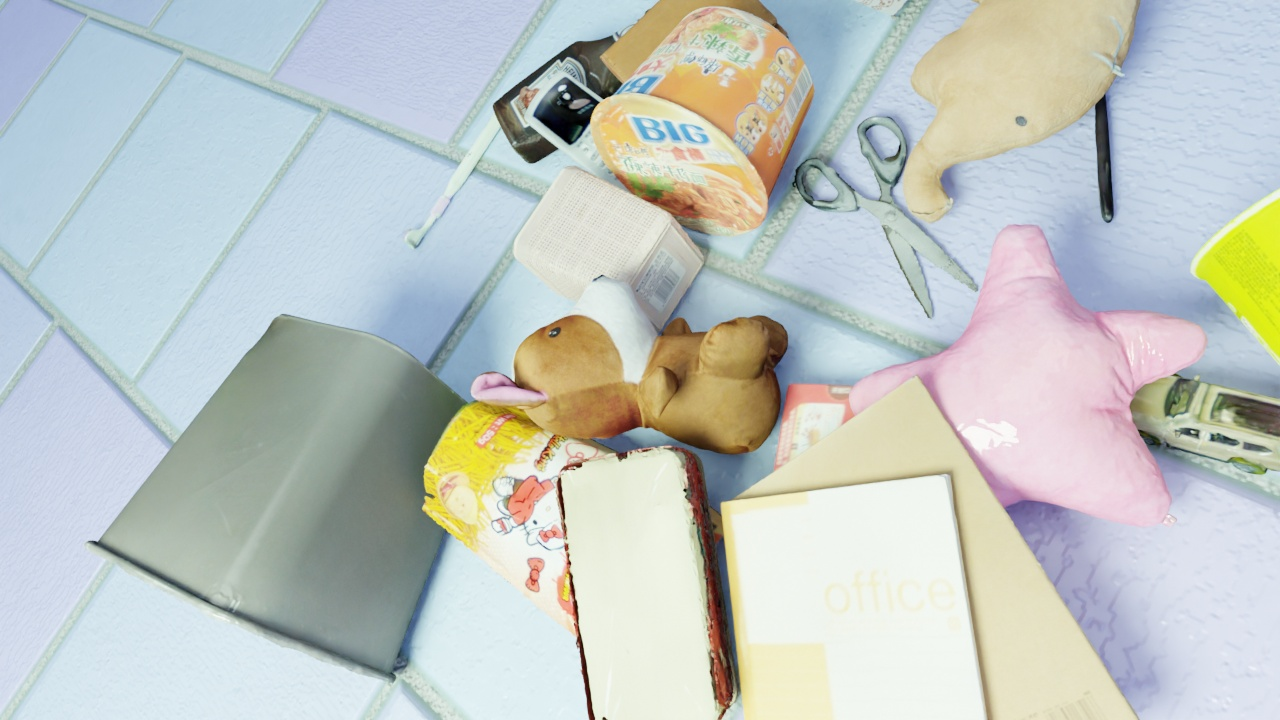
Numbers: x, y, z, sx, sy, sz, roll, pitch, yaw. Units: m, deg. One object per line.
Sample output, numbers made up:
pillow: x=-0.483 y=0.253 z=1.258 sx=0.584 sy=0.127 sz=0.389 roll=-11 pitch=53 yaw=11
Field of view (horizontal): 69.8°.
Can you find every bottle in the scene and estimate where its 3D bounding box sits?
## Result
bottle: x=-0.044 y=-0.265 z=0.853 sx=0.195 sy=0.044 sz=0.079 roll=-33 pitch=62 yaw=11

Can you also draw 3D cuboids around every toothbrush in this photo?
toothbrush: x=0.307 y=-0.170 z=0.619 sx=0.018 sy=0.015 sz=0.180 roll=-9 pitch=61 yaw=33
toothbrush: x=-0.177 y=-0.192 z=0.910 sx=0.020 sy=0.029 sz=0.189 roll=34 pitch=83 yaw=-5

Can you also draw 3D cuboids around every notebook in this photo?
notebook: x=0.118 y=0.175 z=0.514 sx=0.146 sy=0.010 sz=0.206 roll=-13 pitch=76 yaw=35
notebook: x=0.149 y=0.136 z=0.510 sx=0.150 sy=0.012 sz=0.211 roll=-40 pitch=63 yaw=27

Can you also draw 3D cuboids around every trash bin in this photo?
trash bin: x=-0.250 y=0.101 z=0.711 sx=0.199 sy=0.198 sz=0.219 roll=11 pitch=65 yaw=32

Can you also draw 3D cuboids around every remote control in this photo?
remote control: x=-0.036 y=-0.194 z=0.801 sx=0.150 sy=0.021 sz=0.058 roll=41 pitch=93 yaw=20

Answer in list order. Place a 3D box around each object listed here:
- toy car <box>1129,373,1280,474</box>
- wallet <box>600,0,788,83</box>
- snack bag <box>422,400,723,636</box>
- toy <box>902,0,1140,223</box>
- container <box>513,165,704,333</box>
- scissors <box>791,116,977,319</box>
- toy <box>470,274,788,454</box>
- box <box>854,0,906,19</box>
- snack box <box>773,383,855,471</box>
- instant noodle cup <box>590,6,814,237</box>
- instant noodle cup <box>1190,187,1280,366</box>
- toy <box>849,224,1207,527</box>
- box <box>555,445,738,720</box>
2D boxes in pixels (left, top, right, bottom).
toy car: x=0.313 y=0.030 z=0.504 sx=0.090 sy=0.035 sz=0.042 roll=17 pitch=74 yaw=38
wallet: x=0.046 y=-0.271 z=0.794 sx=0.132 sy=0.031 sz=0.108 roll=-43 pitch=77 yaw=7
snack bag: x=-0.054 y=0.113 z=0.651 sx=0.208 sy=0.073 sz=0.128 roll=31 pitch=83 yaw=22
toy: x=0.251 y=-0.199 z=0.617 sx=0.143 sy=0.082 sz=0.226 roll=17 pitch=78 yaw=54
container: x=-0.021 y=-0.084 z=0.723 sx=0.111 sy=0.090 sz=0.090 roll=29 pitch=83 yaw=34
scissors: x=0.180 y=-0.110 z=0.664 sx=0.163 sy=0.014 sz=0.165 roll=14 pitch=75 yaw=34
toy: x=-0.004 y=0.004 z=0.631 sx=0.200 sy=0.140 sz=0.130 roll=-5 pitch=90 yaw=17
box: x=0.244 y=-0.378 z=0.723 sx=0.158 sy=0.205 sz=0.180 roll=126 pitch=145 yaw=-55
snack box: x=0.122 y=0.090 z=0.590 sx=0.075 sy=0.025 sz=0.152 roll=0 pitch=67 yaw=31
instant noodle cup: x=0.054 y=-0.184 z=0.699 sx=0.151 sy=0.151 sz=0.111 roll=19 pitch=69 yaw=36
instant noodle cup: x=0.367 y=-0.025 z=0.461 sx=0.112 sy=0.111 sz=0.123 roll=-27 pitch=64 yaw=16
toy: x=0.218 y=0.036 z=0.523 sx=0.195 sy=0.074 sz=0.178 roll=-51 pitch=60 yaw=15
box: x=0.005 y=0.139 z=0.564 sx=0.091 sy=0.077 sz=0.168 roll=-11 pitch=81 yaw=12
